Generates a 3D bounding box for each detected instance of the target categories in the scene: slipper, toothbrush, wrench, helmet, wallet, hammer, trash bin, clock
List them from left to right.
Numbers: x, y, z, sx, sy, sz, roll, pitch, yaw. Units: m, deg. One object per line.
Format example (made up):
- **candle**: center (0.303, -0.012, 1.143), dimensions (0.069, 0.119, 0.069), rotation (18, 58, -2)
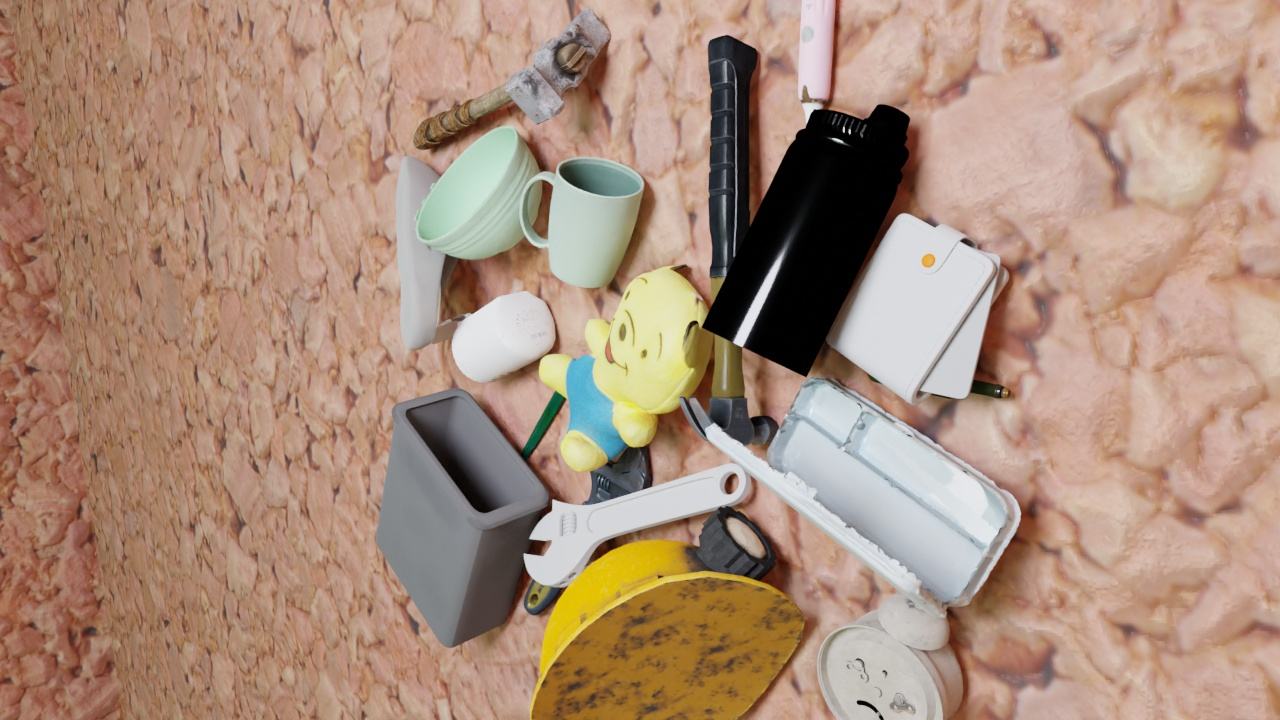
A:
- **slipper**: center (-0.230, -0.122, 1.036), dimensions (0.113, 0.080, 0.265), rotation (110, 153, -44)
- **trash bin**: center (-0.209, 0.177, 1.031), dimensions (0.192, 0.097, 0.220), rotation (46, 134, 30)
- **hammer**: center (-0.156, -0.271, 0.958), dimensions (0.320, 0.121, 0.049), rotation (-4, 137, 51)
- **toothbrush**: center (-0.123, 0.092, 1.012), dimensions (0.016, 0.017, 0.190), rotation (52, 127, 28)
- **wrench**: center (-0.061, 0.179, 0.960), dimensions (0.073, 0.022, 0.274), rotation (46, 123, 23)
- **wrench**: center (-0.010, 0.156, 0.869), dimensions (0.274, 0.018, 0.086), rotation (-21, 58, 35)
- **helmet**: center (0.008, 0.231, 0.807), dimensions (0.256, 0.205, 0.131), rotation (-49, 33, 19)
- **hammer**: center (0.072, -0.094, 0.747), dimensions (0.025, 0.117, 0.333), rotation (0, 90, 39)
- **toothbrush**: center (0.136, -0.234, 0.712), dimensions (0.027, 0.026, 0.222), rotation (14, 105, 54)
- **clock**: center (0.198, 0.222, 0.690), dimensions (0.103, 0.061, 0.157), rotation (31, 123, 35)
- **wallet**: center (0.204, -0.032, 0.647), dimensions (0.115, 0.037, 0.118), rotation (43, 110, 39)

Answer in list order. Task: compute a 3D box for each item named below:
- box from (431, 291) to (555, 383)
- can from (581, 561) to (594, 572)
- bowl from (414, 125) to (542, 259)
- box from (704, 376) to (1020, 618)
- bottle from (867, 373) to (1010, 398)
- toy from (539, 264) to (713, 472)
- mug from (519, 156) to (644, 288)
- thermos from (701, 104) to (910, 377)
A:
- **box**: center (-0.166, -0.022, 1.001), dimensions (0.167, 0.083, 0.092), rotation (-28, 86, 43)
- **can**: center (-0.033, 0.251, 0.919), dimensions (0.055, 0.054, 0.101), rotation (-28, 76, 42)
- **bowl**: center (-0.156, -0.162, 0.951), dimensions (0.151, 0.077, 0.150), rotation (-30, 38, 27)
- **box**: center (0.139, 0.089, 0.650), dimensions (0.215, 0.127, 0.106), rotation (37, 111, 48)
- **bottle**: center (0.216, 0.013, 0.668), dimensions (0.106, 0.025, 0.025), rotation (14, 105, 42)
- **toy**: center (-0.005, 0.005, 0.836), dimensions (0.215, 0.084, 0.148), rotation (-47, 45, 35)
- **mug**: center (-0.061, -0.132, 0.867), dimensions (0.111, 0.083, 0.104), rotation (20, 125, 7)
- **thermos**: center (0.126, -0.095, 0.672), dimensions (0.086, 0.086, 0.198), rotation (28, 95, 38)
